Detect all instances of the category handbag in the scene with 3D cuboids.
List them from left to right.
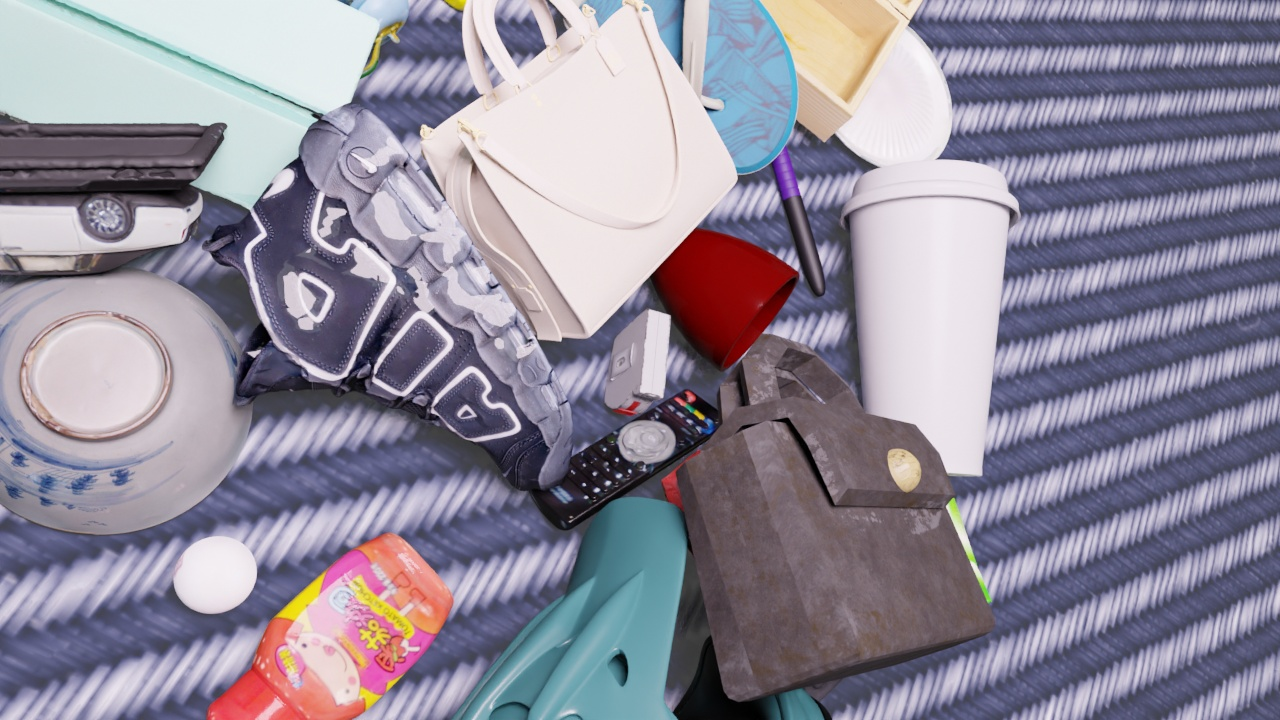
[{"bbox_3d":[-0.048,-0.144,0.573,0.194,0.101,0.198,-48,125,-30],"label":"handbag"},{"bbox_3d":[0.115,0.075,0.537,0.197,0.103,0.199,12,53,-50],"label":"handbag"}]

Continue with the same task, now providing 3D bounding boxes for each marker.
[{"bbox_3d":[0.125,-0.114,0.728,0.018,0.015,0.134,-5,77,-55],"label":"marker"}]

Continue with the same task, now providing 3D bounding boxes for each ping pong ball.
[{"bbox_3d":[-0.225,0.114,0.487,0.040,0.040,0.040,7,74,-24],"label":"ping pong ball"}]

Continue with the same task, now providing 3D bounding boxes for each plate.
[{"bbox_3d":[0.207,-0.236,0.798,0.156,0.014,0.156,6,74,-24],"label":"plate"}]

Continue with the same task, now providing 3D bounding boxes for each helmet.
[{"bbox_3d":[-0.009,0.226,0.491,0.200,0.177,0.273,39,51,-18],"label":"helmet"}]

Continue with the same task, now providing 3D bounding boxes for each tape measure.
[{"bbox_3d":[-0.004,0.004,0.610,0.020,0.062,0.060,15,65,-21],"label":"tape measure"}]

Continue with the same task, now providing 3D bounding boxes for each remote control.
[{"bbox_3d":[-0.005,0.064,0.610,0.140,0.021,0.045,-30,48,-28],"label":"remote control"}]

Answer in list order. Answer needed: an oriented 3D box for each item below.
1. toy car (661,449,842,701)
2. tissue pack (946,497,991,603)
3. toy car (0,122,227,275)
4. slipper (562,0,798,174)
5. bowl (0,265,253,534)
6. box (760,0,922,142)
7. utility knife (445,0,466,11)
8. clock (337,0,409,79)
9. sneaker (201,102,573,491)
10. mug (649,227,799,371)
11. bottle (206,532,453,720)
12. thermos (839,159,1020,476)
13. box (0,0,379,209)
[{"bbox_3d":[0.085,0.142,0.618,0.081,0.056,0.189,-32,96,-29],"label":"toy car"},{"bbox_3d":[0.195,0.133,0.665,0.114,0.034,0.099,19,39,-21],"label":"tissue pack"},{"bbox_3d":[-0.314,-0.081,0.466,0.191,0.094,0.071,-2,115,-15],"label":"toy car"},{"bbox_3d":[0.002,-0.257,0.656,0.295,0.060,0.118,41,99,-7],"label":"slipper"},{"bbox_3d":[-0.280,0.013,0.478,0.150,0.057,0.150,6,75,-24],"label":"bowl"},{"bbox_3d":[0.120,-0.347,0.746,0.247,0.068,0.253,37,74,-9],"label":"box"},{"bbox_3d":[-0.184,-0.302,0.628,0.172,0.020,0.028,34,63,-13],"label":"utility knife"},{"bbox_3d":[-0.208,-0.249,0.574,0.118,0.060,0.162,-16,91,-23],"label":"clock"},{"bbox_3d":[-0.146,-0.001,0.518,0.150,0.097,0.252,-35,108,-14],"label":"sneaker"},{"bbox_3d":[0.056,-0.057,0.653,0.088,0.087,0.113,40,33,12],"label":"mug"},{"bbox_3d":[-0.168,0.159,0.498,0.134,0.049,0.071,-44,99,-27],"label":"bottle"},{"bbox_3d":[0.216,-0.026,0.694,0.131,0.132,0.221,7,82,-24],"label":"thermos"},{"bbox_3d":[-0.258,-0.170,0.514,0.187,0.052,0.139,20,107,-20],"label":"box"}]
